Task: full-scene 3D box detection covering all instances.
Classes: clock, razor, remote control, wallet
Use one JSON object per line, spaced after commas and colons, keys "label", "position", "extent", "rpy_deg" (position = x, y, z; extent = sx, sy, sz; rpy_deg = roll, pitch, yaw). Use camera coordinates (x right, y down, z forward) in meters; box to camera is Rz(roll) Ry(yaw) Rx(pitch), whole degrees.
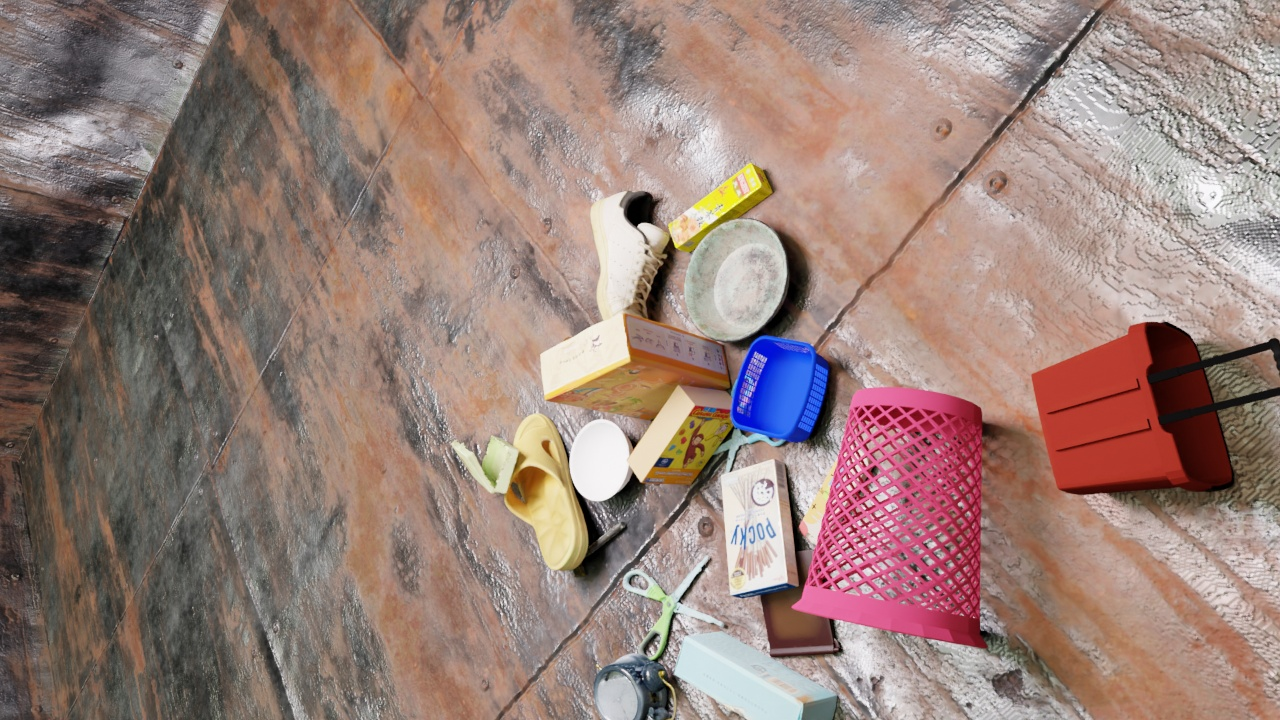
{"label": "clock", "position": [-0.003, 0.421, 1.158], "extent": [0.130, 0.052, 0.090], "rpy_deg": [-5, 87, 38]}
{"label": "razor", "position": [-0.059, 0.254, 1.265], "extent": [0.106, 0.026, 0.042], "rpy_deg": [-42, 55, 23]}
{"label": "remote control", "position": [0.221, 0.153, 1.038], "extent": [0.038, 0.018, 0.126], "rpy_deg": [38, 109, 39]}
{"label": "wallet", "position": [0.179, 0.279, 1.053], "extent": [0.092, 0.018, 0.115], "rpy_deg": [-19, 73, 38]}

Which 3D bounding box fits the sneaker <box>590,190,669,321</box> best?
{"label": "sneaker", "position": [-0.003, -0.130, 1.252], "extent": [0.103, 0.088, 0.241], "rpy_deg": [-22, 63, 28]}

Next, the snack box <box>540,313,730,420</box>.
{"label": "snack box", "position": [-0.007, 0.007, 1.147], "extent": [0.145, 0.195, 0.080], "rpy_deg": [-25, 64, 36]}

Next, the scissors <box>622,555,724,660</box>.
{"label": "scissors", "position": [0.035, 0.308, 1.173], "extent": [0.171, 0.023, 0.168], "rpy_deg": [-58, 45, 15]}

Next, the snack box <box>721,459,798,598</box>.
{"label": "snack box", "position": [0.138, 0.198, 1.078], "extent": [0.082, 0.026, 0.149], "rpy_deg": [-24, 55, 35]}

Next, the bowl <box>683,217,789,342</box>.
{"label": "bowl", "position": [0.127, -0.098, 1.154], "extent": [0.158, 0.038, 0.157], "rpy_deg": [-10, 76, 40]}

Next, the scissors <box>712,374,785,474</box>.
{"label": "scissors", "position": [0.136, 0.089, 1.132], "extent": [0.126, 0.015, 0.136], "rpy_deg": [19, 100, 43]}

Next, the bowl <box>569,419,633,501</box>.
{"label": "bowl", "position": [-0.043, 0.138, 1.258], "extent": [0.110, 0.040, 0.110], "rpy_deg": [-9, 76, 40]}

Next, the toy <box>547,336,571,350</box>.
{"label": "toy", "position": [-0.095, 0.011, 1.319], "extent": [0.113, 0.067, 0.087], "rpy_deg": [23, 97, 51]}

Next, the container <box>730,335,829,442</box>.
{"label": "container", "position": [0.166, 0.036, 1.072], "extent": [0.096, 0.058, 0.114], "rpy_deg": [13, 82, 38]}

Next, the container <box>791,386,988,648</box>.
{"label": "container", "position": [0.260, 0.151, 0.911], "extent": [0.184, 0.183, 0.225], "rpy_deg": [1, 75, 42]}

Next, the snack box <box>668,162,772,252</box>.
{"label": "snack box", "position": [0.103, -0.198, 1.202], "extent": [0.148, 0.028, 0.040], "rpy_deg": [-34, 61, 32]}

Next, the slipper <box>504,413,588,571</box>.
{"label": "slipper", "position": [-0.150, 0.183, 1.306], "extent": [0.100, 0.078, 0.263], "rpy_deg": [-54, 42, 27]}

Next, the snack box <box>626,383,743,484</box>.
{"label": "snack box", "position": [0.055, 0.094, 1.140], "extent": [0.126, 0.088, 0.040], "rpy_deg": [-57, 48, 23]}

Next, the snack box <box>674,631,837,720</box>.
{"label": "snack box", "position": [0.128, 0.367, 1.040], "extent": [0.175, 0.074, 0.053], "rpy_deg": [19, 95, 42]}

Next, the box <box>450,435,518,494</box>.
{"label": "box", "position": [-0.224, 0.153, 1.347], "extent": [0.188, 0.089, 0.077], "rpy_deg": [180, 87, -71]}

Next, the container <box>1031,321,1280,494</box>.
{"label": "container", "position": [0.455, 0.039, 0.779], "extent": [0.201, 0.126, 0.148], "rpy_deg": [-25, 65, 47]}
